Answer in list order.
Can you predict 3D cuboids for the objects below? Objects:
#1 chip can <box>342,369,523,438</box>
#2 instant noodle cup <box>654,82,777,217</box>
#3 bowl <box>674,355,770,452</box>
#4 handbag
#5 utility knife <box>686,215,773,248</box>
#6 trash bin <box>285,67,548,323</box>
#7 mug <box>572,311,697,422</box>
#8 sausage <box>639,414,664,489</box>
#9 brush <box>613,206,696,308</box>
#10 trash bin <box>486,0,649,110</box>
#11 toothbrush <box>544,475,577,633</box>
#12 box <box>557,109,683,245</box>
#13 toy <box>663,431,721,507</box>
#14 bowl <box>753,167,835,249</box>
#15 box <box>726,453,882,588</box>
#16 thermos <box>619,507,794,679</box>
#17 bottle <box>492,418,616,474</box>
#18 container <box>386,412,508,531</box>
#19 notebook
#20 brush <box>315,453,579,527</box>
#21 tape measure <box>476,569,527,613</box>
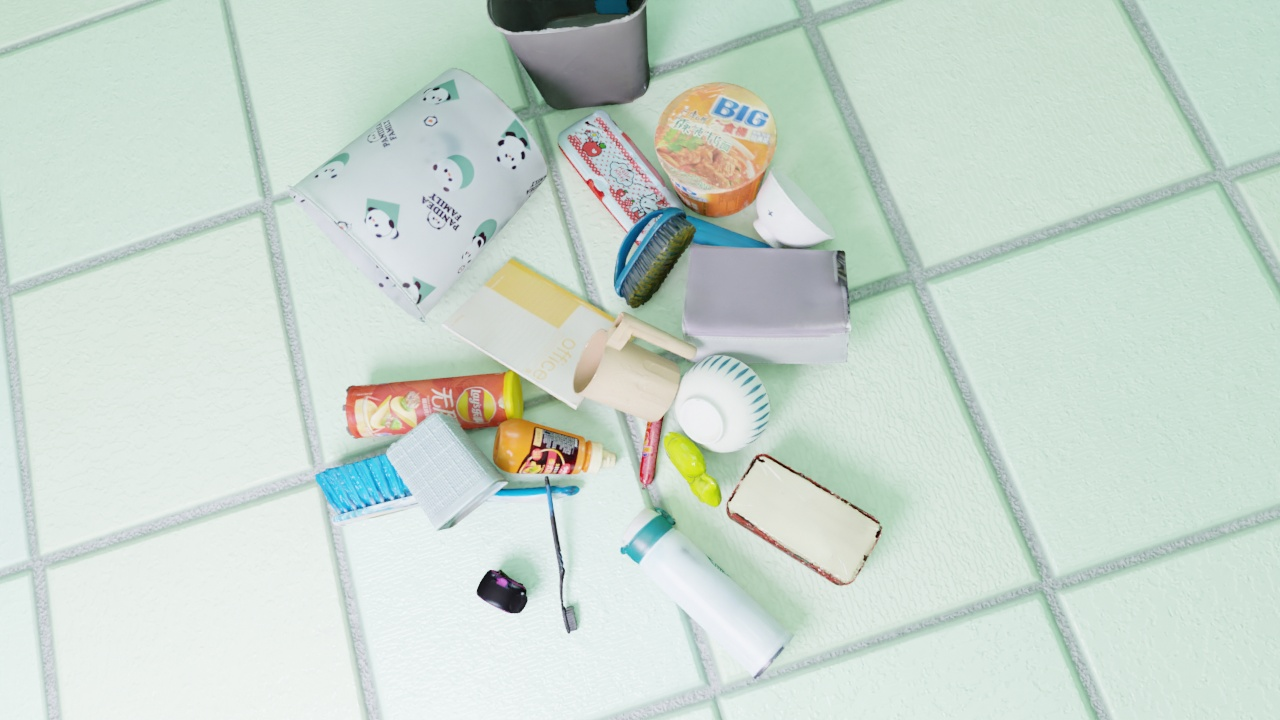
[{"bbox_3d":[-0.258,0.056,1.154,0.217,0.073,0.073,-6,75,7],"label":"chip can"},{"bbox_3d":[0.097,-0.259,1.173,0.151,0.111,0.151,-2,75,6],"label":"instant noodle cup"},{"bbox_3d":[0.087,0.059,1.082,0.117,0.066,0.117,16,119,31],"label":"bowl"},{"bbox_3d":[0.152,-0.069,1.123,0.197,0.098,0.144,1,59,8],"label":"handbag"},{"bbox_3d":[0.134,-0.146,1.187,0.186,0.018,0.034,21,71,10],"label":"utility knife"},{"bbox_3d":[-0.268,-0.215,1.155,0.229,0.230,0.251,40,78,15],"label":"trash bin"},{"bbox_3d":[-0.006,0.006,1.085,0.103,0.125,0.084,23,36,-21],"label":"mug"},{"bbox_3d":[0.017,0.084,1.140,0.020,0.020,0.155,8,76,9],"label":"sausage"},{"bbox_3d":[0.009,-0.136,1.153,0.073,0.055,0.144,50,125,23],"label":"brush"},{"bbox_3d":[-0.077,-0.454,1.190,0.199,0.220,0.198,-4,75,6],"label":"trash bin"},{"bbox_3d":[-0.096,0.232,1.102,0.016,0.014,0.189,-9,84,3],"label":"toothbrush"},{"bbox_3d":[-0.027,-0.246,1.218,0.087,0.047,0.201,-36,73,-4],"label":"box"},{"bbox_3d":[0.061,0.127,1.094,0.031,0.097,0.100,-31,103,-18],"label":"toy"},{"bbox_3d":[0.182,-0.178,1.155,0.065,0.118,0.118,-43,73,24],"label":"bowl"},{"bbox_3d":[0.187,0.185,1.063,0.168,0.077,0.091,31,80,14],"label":"box"},{"bbox_3d":[0.072,0.262,1.062,0.224,0.073,0.073,41,83,15],"label":"thermos"},{"bbox_3d":[-0.101,0.111,1.115,0.149,0.067,0.066,10,75,-16],"label":"bottle"},{"bbox_3d":[-0.228,0.127,1.074,0.090,0.090,0.111,-39,83,-4],"label":"container"},{"bbox_3d":[-0.126,-0.039,1.166,0.206,0.010,0.145,31,56,14],"label":"notebook"},{"bbox_3d":[-0.239,0.151,1.139,0.314,0.060,0.109,-15,79,0],"label":"brush"},{"bbox_3d":[-0.163,0.273,1.091,0.058,0.057,0.039,30,78,-10],"label":"tape measure"}]
